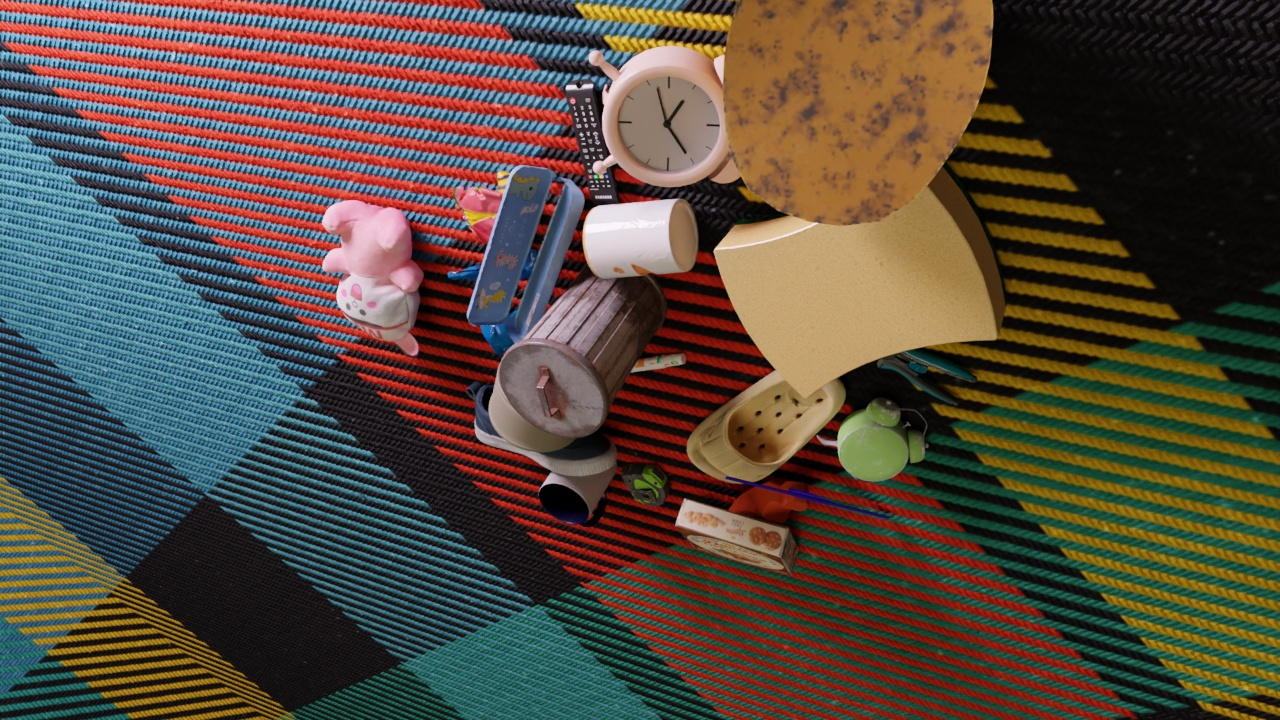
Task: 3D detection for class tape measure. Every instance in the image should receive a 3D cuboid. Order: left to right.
[{"bbox_3d":[0.010,0.178,1.294,0.059,0.035,0.066,-10,120,33],"label":"tape measure"}]

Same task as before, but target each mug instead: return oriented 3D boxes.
[{"bbox_3d":[-0.081,0.184,1.305,0.079,0.096,0.112,-5,123,31],"label":"mug"},{"bbox_3d":[0.001,-0.134,1.017,0.105,0.082,0.082,-1,125,27],"label":"mug"}]

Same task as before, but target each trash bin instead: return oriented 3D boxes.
[{"bbox_3d":[-0.063,-0.016,1.056,0.131,0.210,0.131,14,131,17],"label":"trash bin"}]

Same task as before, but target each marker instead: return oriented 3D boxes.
[{"bbox_3d":[-0.007,0.007,1.179,0.146,0.017,0.017,-9,121,33],"label":"marker"}]

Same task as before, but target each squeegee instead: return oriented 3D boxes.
[{"bbox_3d":[0.170,0.184,1.193,0.249,0.055,0.185,17,153,-25],"label":"squeegee"}]

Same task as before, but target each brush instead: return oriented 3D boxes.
[{"bbox_3d":[0.221,-0.086,0.934,0.251,0.075,0.195,-21,109,38],"label":"brush"}]

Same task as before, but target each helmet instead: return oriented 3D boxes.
[{"bbox_3d":[0.181,-0.250,0.785,0.205,0.131,0.256,16,108,9],"label":"helmet"}]

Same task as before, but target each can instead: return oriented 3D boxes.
[{"bbox_3d":[-0.130,0.047,1.196,0.128,0.127,0.073,27,138,6],"label":"can"}]

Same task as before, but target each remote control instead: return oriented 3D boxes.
[{"bbox_3d":[-0.050,-0.235,1.008,0.033,0.015,0.147,4,127,25],"label":"remote control"}]

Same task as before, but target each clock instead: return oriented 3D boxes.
[{"bbox_3d":[0.033,-0.248,0.923,0.160,0.086,0.131,8,129,11],"label":"clock"},{"bbox_3d":[0.278,0.095,1.073,0.120,0.042,0.094,-38,107,27],"label":"clock"}]

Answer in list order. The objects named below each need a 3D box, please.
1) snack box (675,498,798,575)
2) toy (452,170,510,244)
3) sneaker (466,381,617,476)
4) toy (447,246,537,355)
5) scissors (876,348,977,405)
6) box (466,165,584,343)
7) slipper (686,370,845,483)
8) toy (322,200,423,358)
[{"bbox_3d":[0.132,0.239,1.230,0.143,0.041,0.147,13,161,20],"label":"snack box"},{"bbox_3d":[-0.179,-0.182,1.102,0.104,0.046,0.084,-24,99,34],"label":"toy"},{"bbox_3d":[-0.137,0.087,1.270,0.236,0.089,0.087,15,126,23],"label":"sneaker"},{"bbox_3d":[-0.185,-0.068,1.181,0.113,0.070,0.177,8,129,8],"label":"toy"},{"bbox_3d":[0.300,0.000,1.012,0.150,0.019,0.131,-11,117,35],"label":"scissors"},{"bbox_3d":[-0.141,-0.119,1.066,0.078,0.072,0.211,7,120,-32],"label":"box"},{"bbox_3d":[0.148,0.095,1.129,0.111,0.079,0.262,37,133,-8],"label":"slipper"},{"bbox_3d":[-0.348,-0.108,1.221,0.142,0.084,0.214,19,131,16],"label":"toy"}]
